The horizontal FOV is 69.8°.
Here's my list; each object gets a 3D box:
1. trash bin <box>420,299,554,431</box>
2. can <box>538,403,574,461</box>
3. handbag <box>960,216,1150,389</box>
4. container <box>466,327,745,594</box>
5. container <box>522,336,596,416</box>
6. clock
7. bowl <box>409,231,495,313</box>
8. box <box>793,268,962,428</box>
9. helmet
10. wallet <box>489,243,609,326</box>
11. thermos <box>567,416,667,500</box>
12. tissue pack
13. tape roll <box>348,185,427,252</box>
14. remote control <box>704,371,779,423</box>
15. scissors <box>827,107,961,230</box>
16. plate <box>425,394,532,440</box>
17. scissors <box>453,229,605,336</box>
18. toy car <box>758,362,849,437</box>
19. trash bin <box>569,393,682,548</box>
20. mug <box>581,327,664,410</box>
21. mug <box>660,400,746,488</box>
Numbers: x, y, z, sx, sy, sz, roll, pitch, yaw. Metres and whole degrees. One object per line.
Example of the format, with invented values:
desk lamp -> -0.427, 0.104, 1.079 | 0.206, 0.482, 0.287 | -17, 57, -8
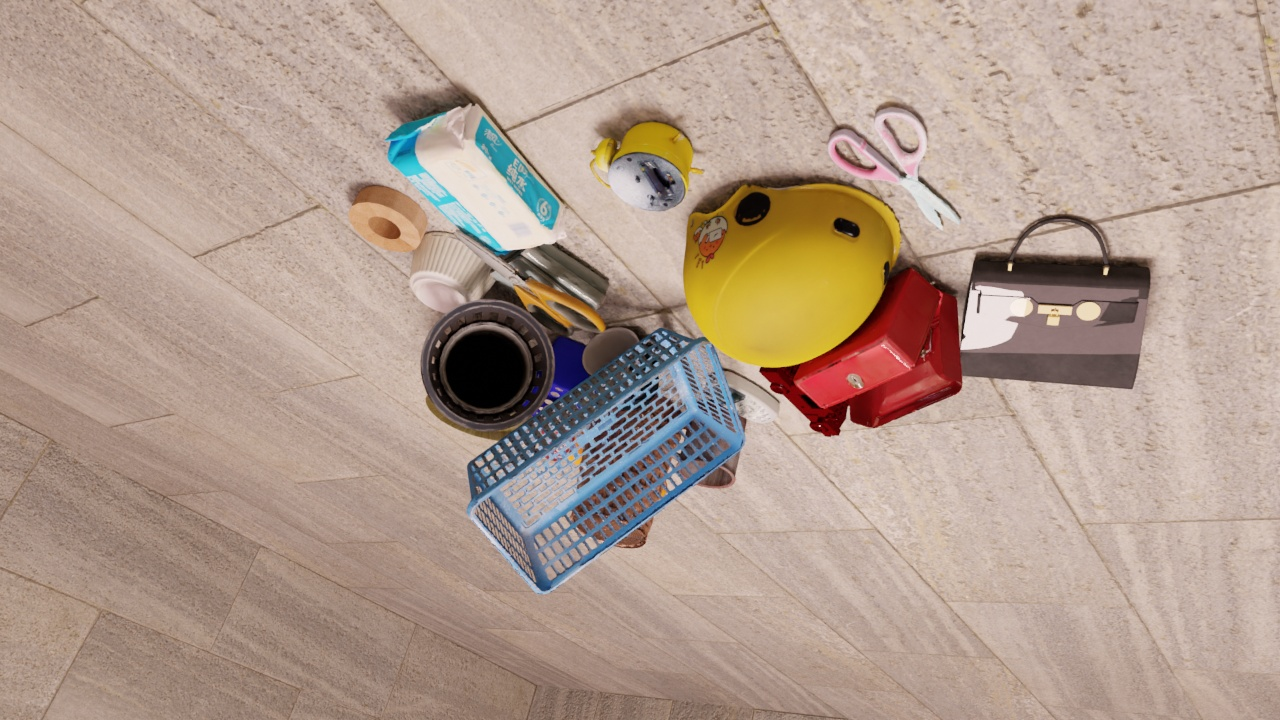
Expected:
trash bin -> -0.214, 0.018, 1.251 | 0.164, 0.164, 0.228 | 22, 169, -10
can -> -0.123, 0.103, 1.329 | 0.054, 0.053, 0.097 | 14, 148, 5
handbag -> 0.431, -0.069, 0.956 | 0.176, 0.072, 0.196 | 5, 137, 19
container -> -0.047, 0.124, 1.210 | 0.089, 0.362, 0.257 | 47, 168, 40
container -> -0.113, 0.033, 1.346 | 0.084, 0.085, 0.114 | 23, 148, -13
clock -> 0.001, -0.196, 0.940 | 0.119, 0.057, 0.083 | -4, 145, 31
bowl -> -0.251, -0.107, 1.203 | 0.115, 0.062, 0.115 | 12, 150, 7
box -> 0.265, -0.018, 1.040 | 0.126, 0.136, 0.158 | 21, 150, -20
helmet -> 0.154, -0.075, 0.985 | 0.241, 0.139, 0.209 | -15, 137, 42
wallet -> -0.117, -0.101, 1.166 | 0.131, 0.054, 0.101 | 36, 143, -23
thermos -> -0.049, 0.167, 1.558 | 0.076, 0.091, 0.232 | -37, 126, 20
tissue pack -> -0.175, -0.192, 1.025 | 0.117, 0.065, 0.209 | -6, 144, 32
tape roll -> -0.317, -0.177, 1.154 | 0.094, 0.027, 0.094 | 12, 150, 7
remote control -> 0.147, 0.054, 1.311 | 0.114, 0.028, 0.060 | 32, 146, -24
scissors -> 0.268, -0.180, 0.882 | 0.178, 0.016, 0.101 | 31, 146, -23
plate -> -0.238, 0.065, 1.427 | 0.184, 0.184, 0.036 | 18, 108, -3
scissors -> -0.132, -0.092, 1.105 | 0.114, 0.016, 0.229 | 0, 149, 41
toy car -> 0.228, 0.036, 1.198 | 0.062, 0.070, 0.170 | 1, 148, 47
trash bin -> -0.029, 0.165, 1.399 | 0.151, 0.209, 0.151 | 13, 150, 7
mug -> -0.008, 0.007, 1.269 | 0.122, 0.085, 0.094 | -24, 141, 7
mug -> 0.092, 0.120, 1.371 | 0.123, 0.110, 0.096 | 20, 145, -6
